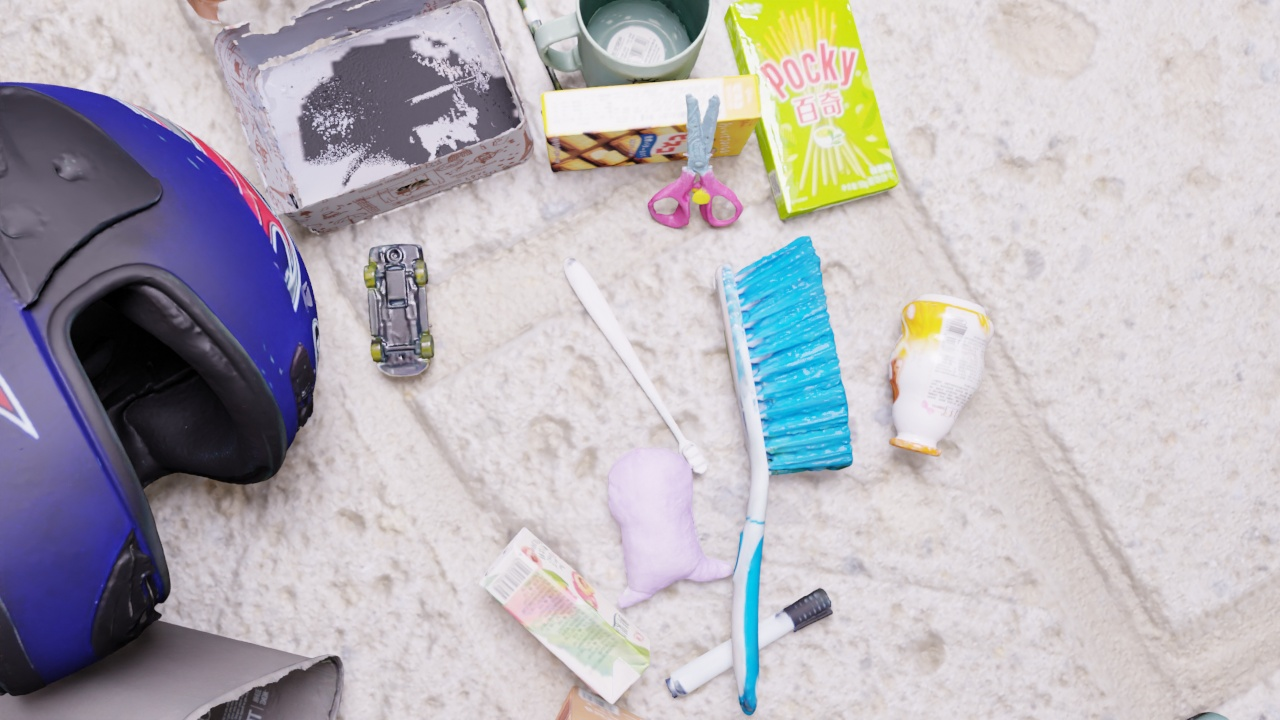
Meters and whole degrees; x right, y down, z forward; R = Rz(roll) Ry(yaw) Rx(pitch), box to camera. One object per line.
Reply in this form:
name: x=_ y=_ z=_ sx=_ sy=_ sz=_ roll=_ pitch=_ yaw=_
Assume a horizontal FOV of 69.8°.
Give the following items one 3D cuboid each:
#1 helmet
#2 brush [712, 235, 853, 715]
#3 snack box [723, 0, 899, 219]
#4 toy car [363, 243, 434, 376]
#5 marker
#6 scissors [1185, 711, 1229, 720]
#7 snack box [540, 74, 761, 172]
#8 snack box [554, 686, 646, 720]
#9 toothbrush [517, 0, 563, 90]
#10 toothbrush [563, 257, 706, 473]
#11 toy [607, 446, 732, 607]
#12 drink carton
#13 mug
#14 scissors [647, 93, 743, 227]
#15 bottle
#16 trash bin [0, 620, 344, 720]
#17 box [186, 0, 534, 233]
helmet: x=-0.303 y=-0.009 z=0.514 sx=0.239 sy=0.248 sz=0.315 roll=-30 pitch=71 yaw=-34
brush: x=0.095 y=0.078 z=0.631 sx=0.109 sy=0.060 sz=0.314 roll=-10 pitch=86 yaw=3
snack box: x=0.121 y=-0.187 z=0.656 sx=0.085 sy=0.026 sz=0.156 roll=-15 pitch=89 yaw=-4
toy car: x=-0.164 y=-0.034 z=0.632 sx=0.042 sy=0.035 sz=0.090 roll=-4 pitch=89 yaw=-2
marker: x=0.077 y=0.200 z=0.647 sx=0.130 sy=0.018 sz=0.022 roll=-30 pitch=62 yaw=-4
scissors: x=0.401 y=0.335 z=0.663 sx=0.179 sy=0.019 sz=0.161 roll=-43 pitch=92 yaw=-2
snack box: x=0.005 y=-0.158 z=0.618 sx=0.140 sy=0.087 sz=0.033 roll=-8 pitch=87 yaw=-4
snack box: x=-0.026 y=0.290 z=0.611 sx=0.093 sy=0.077 sz=0.094 roll=27 pitch=88 yaw=-3
toothbrush: x=-0.078 y=-0.256 z=0.654 sx=0.017 sy=0.012 sz=0.186 roll=-22 pitch=90 yaw=-9
toothbrush: x=-0.004 y=0.004 z=0.649 sx=0.016 sy=0.016 sz=0.180 roll=-32 pitch=90 yaw=-6
toy: x=0.014 y=0.111 z=0.636 sx=0.084 sy=0.039 sz=0.108 roll=-13 pitch=93 yaw=-6
drink carton: x=-0.051 y=0.174 z=0.624 sx=0.122 sy=0.053 sz=0.045 roll=43 pitch=91 yaw=-2
mug: x=-0.014 y=-0.214 z=0.608 sx=0.111 sy=0.106 sz=0.082 roll=-13 pitch=90 yaw=-4
scissors: x=0.030 y=-0.129 z=0.603 sx=0.072 sy=0.137 sz=0.017 roll=-1 pitch=63 yaw=9
bottle: x=0.203 y=0.011 z=0.637 sx=0.063 sy=0.063 sz=0.108 roll=15 pitch=87 yaw=-3
trash bin: x=-0.330 y=0.246 z=0.537 sx=0.220 sy=0.198 sz=0.199 roll=15 pitch=86 yaw=11
box: x=-0.173 y=-0.191 z=0.562 sx=0.180 sy=0.218 sz=0.157 roll=-19 pitch=78 yaw=-6
